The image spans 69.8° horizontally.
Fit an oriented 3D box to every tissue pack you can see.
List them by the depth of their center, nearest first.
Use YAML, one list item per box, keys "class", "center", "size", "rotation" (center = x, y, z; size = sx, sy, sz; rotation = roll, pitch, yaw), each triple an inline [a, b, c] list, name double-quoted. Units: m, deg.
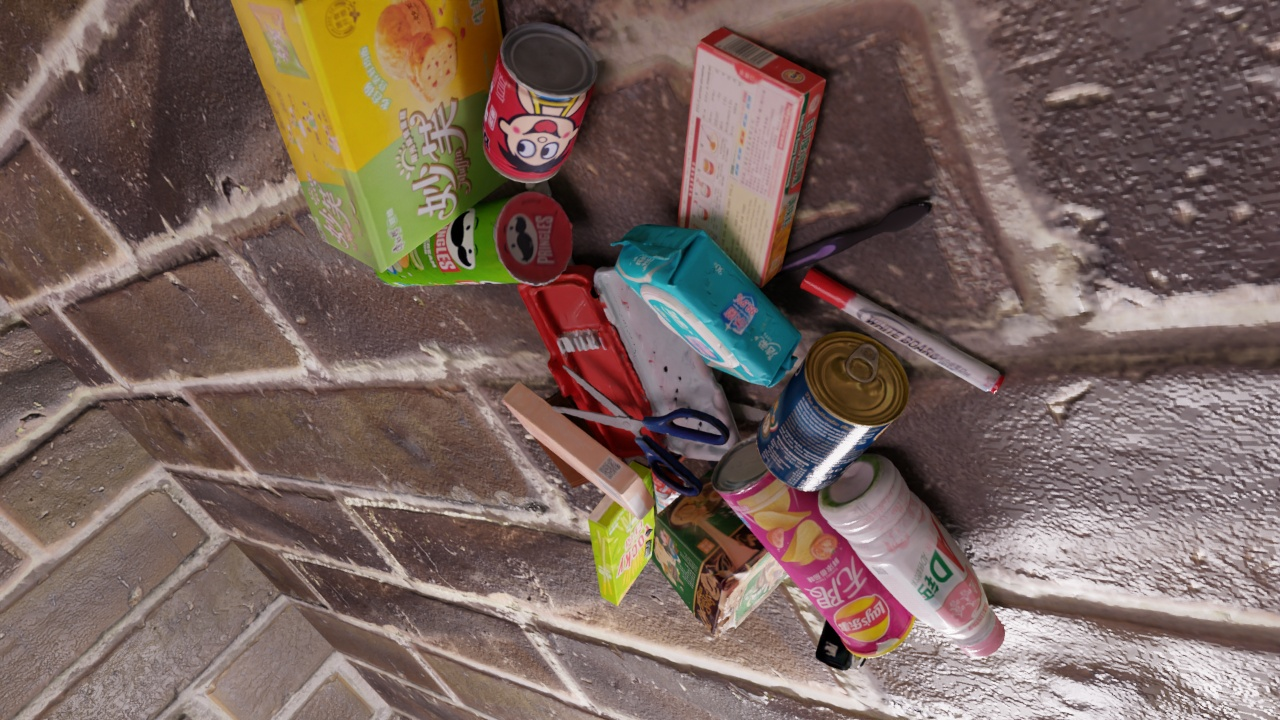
- class: "tissue pack"
  center: [0.044, -0.042, 0.643]
  size: [0.133, 0.050, 0.093]
  rotation: [43, 172, -25]

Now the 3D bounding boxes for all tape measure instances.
- class: "tape measure"
  center: [0.195, 0.254, 0.860]
  size: [0.034, 0.066, 0.065]
  rotation: [16, 174, 32]

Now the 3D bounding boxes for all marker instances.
- class: "marker"
  center: [0.174, -0.021, 0.614]
  size: [0.145, 0.017, 0.017]
  rotation: [32, 146, 14]

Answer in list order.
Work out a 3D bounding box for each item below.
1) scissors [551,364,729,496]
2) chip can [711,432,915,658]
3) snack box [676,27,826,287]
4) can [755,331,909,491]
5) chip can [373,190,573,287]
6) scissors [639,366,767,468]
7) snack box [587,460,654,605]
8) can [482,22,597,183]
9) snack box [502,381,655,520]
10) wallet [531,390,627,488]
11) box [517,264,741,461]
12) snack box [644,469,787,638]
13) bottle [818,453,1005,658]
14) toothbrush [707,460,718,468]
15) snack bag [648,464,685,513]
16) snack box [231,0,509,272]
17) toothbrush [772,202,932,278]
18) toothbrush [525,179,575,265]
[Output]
- class: "scissors"
  center: [0.004, 0.060, 0.788]
  size: [0.175, 0.012, 0.162]
  rotation: [-8, 127, 38]
- class: "chip can"
  center: [0.146, 0.156, 0.769]
  size: [0.072, 0.071, 0.210]
  rotation: [-14, 122, 51]
- class: "snack box"
  center: [0.065, -0.124, 0.587]
  size: [0.077, 0.027, 0.156]
  rotation: [35, 147, 22]
- class: "can"
  center: [0.136, 0.040, 0.668]
  size: [0.075, 0.075, 0.111]
  rotation: [35, 147, 9]
- class: "chip can"
  center: [-0.154, -0.099, 0.783]
  size: [0.236, 0.072, 0.072]
  rotation: [5, 133, 49]
- class: "scissors"
  center: [0.033, 0.041, 0.824]
  size: [0.226, 0.015, 0.189]
  rotation: [18, 140, 32]
- class: "snack box"
  center: [-0.017, 0.186, 0.977]
  size: [0.026, 0.085, 0.157]
  rotation: [24, 142, 23]
- class: "can"
  center: [-0.073, -0.175, 0.636]
  size: [0.066, 0.066, 0.094]
  rotation: [39, 147, 4]
- class: "snack box"
  center: [-0.058, 0.086, 0.869]
  size: [0.157, 0.026, 0.084]
  rotation: [36, 166, 25]
- class: "wallet"
  center: [-0.070, 0.079, 0.959]
  size: [0.101, 0.032, 0.125]
  rotation: [49, 145, -7]
- class: "box"
  center: [-0.004, 0.005, 0.778]
  size: [0.158, 0.039, 0.201]
  rotation: [-3, 128, 30]
- class: "snack box"
  center: [0.076, 0.173, 0.862]
  size: [0.105, 0.117, 0.118]
  rotation: [38, 146, 26]
- class: "bottle"
  center: [0.222, 0.162, 0.732]
  size: [0.197, 0.068, 0.068]
  rotation: [49, 146, -17]
- class: "toothbrush"
  center: [0.143, 0.127, 0.816]
  size: [0.181, 0.018, 0.016]
  rotation: [27, 139, 16]
- class: "snack bag"
  center: [0.030, 0.145, 0.938]
  size: [0.048, 0.026, 0.104]
  rotation: [35, 148, 31]
- class: "snack box"
  center: [-0.168, -0.189, 0.633]
  size: [0.070, 0.157, 0.210]
  rotation: [28, 145, 25]
- class: "toothbrush"
  center: [0.120, -0.074, 0.614]
  size: [0.189, 0.016, 0.014]
  rotation: [-19, 105, 56]
- class: "toothbrush"
  center: [-0.063, -0.080, 0.781]
  size: [0.016, 0.016, 0.180]
  rotation: [16, 139, 36]
